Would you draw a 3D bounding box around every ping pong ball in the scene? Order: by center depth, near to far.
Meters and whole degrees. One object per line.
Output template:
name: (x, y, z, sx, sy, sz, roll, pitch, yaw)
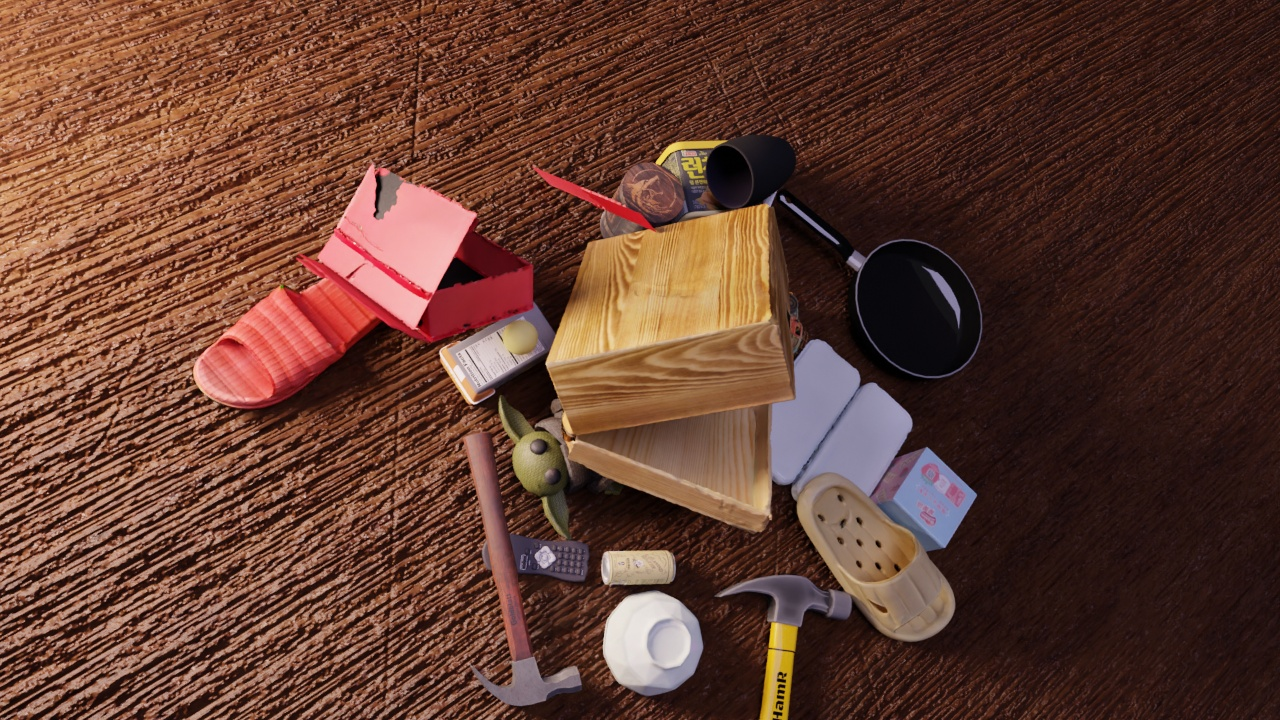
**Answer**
ping pong ball: (-0.137, -0.026, 1.045, 0.040, 0.040, 0.040, 5, 72, -18)

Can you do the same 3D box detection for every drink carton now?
drink carton: (-0.165, -0.009, 1.081, 0.124, 0.049, 0.076, -32, 86, -24)

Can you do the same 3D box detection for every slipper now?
slipper: (-0.370, -0.037, 1.015, 0.248, 0.059, 0.103, -38, 88, -26)
slipper: (0.295, 0.250, 1.129, 0.111, 0.079, 0.261, -42, 96, -6)

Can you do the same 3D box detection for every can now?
can: (-0.002, 0.241, 1.067, 0.079, 0.038, 0.038, 3, 73, -18)
can: (0.097, -0.232, 1.227, 0.130, 0.073, 0.101, -7, 79, -21)

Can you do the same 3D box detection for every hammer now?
hammer: (-0.152, 0.227, 1.016, 0.111, 0.028, 0.300, -10, 81, -18)
hammer: (0.153, 0.412, 1.076, 0.169, 0.034, 0.324, 14, 71, -13)

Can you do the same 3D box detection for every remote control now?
remote control: (-0.119, 0.224, 1.048, 0.124, 0.009, 0.046, 11, 71, -16)

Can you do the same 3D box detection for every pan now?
pan: (0.324, -0.116, 1.284, 0.355, 0.044, 0.203, 38, 66, -5)

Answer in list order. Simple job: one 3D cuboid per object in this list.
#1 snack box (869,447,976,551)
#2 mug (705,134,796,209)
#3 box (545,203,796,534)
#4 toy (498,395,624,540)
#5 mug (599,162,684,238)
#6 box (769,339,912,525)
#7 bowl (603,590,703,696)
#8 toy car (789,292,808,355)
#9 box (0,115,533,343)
snack box: (0.358, 0.182, 1.186, 0.093, 0.080, 0.094, 43, 63, -3)
mug: (0.148, -0.230, 1.171, 0.100, 0.085, 0.119, -26, 119, -35)
box: (0.041, 0.017, 1.029, 0.270, 0.264, 0.278, -8, 33, 13)
toy: (-0.074, 0.100, 1.063, 0.152, 0.078, 0.179, -25, 86, -23)
mug: (0.008, -0.202, 1.167, 0.080, 0.107, 0.115, 36, 66, -6)
box: (0.246, 0.095, 1.201, 0.190, 0.038, 0.208, 44, 66, -5)
bowl: (0.021, 0.320, 1.040, 0.117, 0.061, 0.117, 6, 73, -18)
toy car: (0.194, -0.033, 1.213, 0.047, 0.047, 0.111, 20, 68, -10)
box: (-0.333, -0.115, 0.874, 0.466, 0.215, 0.138, 1, 114, -45)
